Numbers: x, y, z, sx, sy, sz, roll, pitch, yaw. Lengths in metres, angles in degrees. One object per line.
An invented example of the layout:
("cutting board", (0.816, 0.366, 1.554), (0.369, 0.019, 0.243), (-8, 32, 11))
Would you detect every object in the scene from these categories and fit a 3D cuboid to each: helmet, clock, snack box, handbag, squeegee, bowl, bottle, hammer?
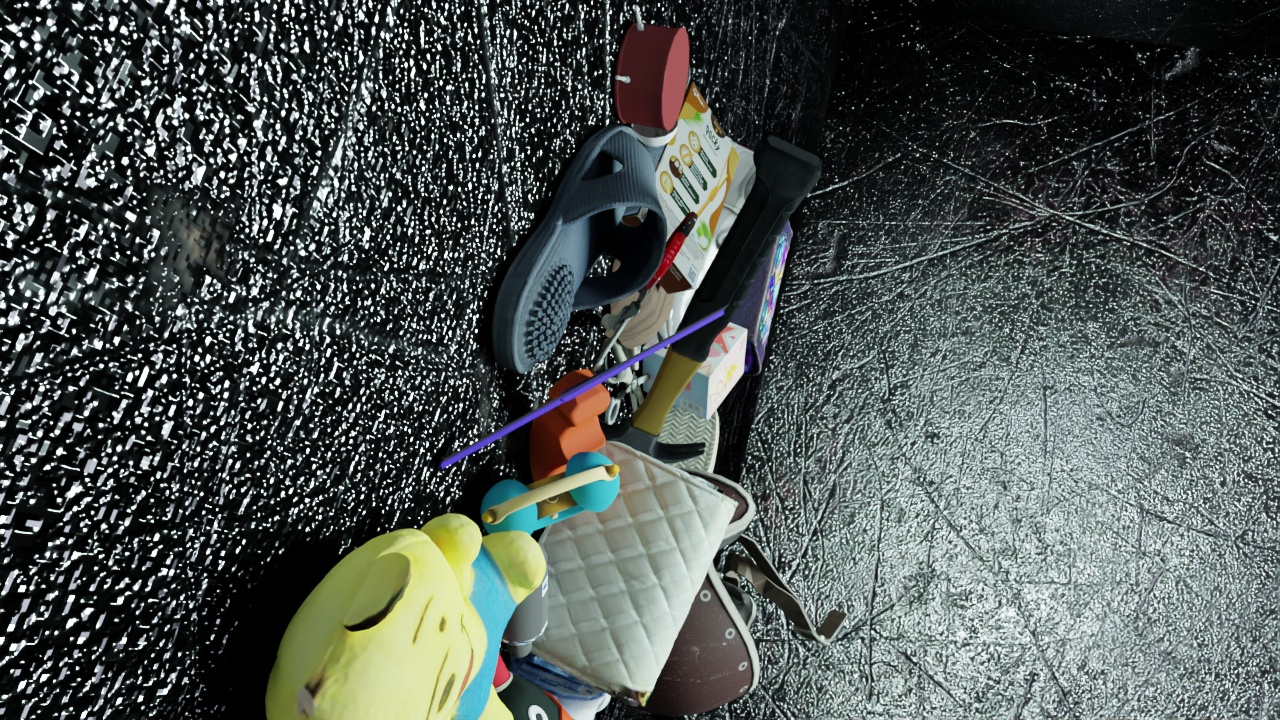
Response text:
("helmet", (0.048, 0.231, 0.924), (0.252, 0.234, 0.234), (-43, 144, -32))
("clock", (-0.065, 0.099, 0.653), (0.130, 0.099, 0.043), (116, -47, -73))
("clock", (-0.073, 0.291, 0.812), (0.125, 0.089, 0.052), (12, 96, -76))
("snack box", (0.065, -0.001, 1.098), (0.094, 0.093, 0.080), (-48, 152, -35))
("handbag", (0.124, -0.094, 1.247), (0.222, 0.125, 0.204), (43, 60, -77))
("snack box", (0.039, -0.169, 0.892), (0.101, 0.032, 0.185), (49, 47, -37))
("clock", (0.012, -0.236, 0.782), (0.124, 0.044, 0.087), (50, 53, -75))
("handbag", (-0.016, 0.175, 0.782), (0.194, 0.139, 0.072), (-63, 168, -5))
("squeegee", (-0.056, 0.055, 0.695), (0.248, 0.055, 0.185), (-29, 155, -32))
("bowl", (0.009, -0.070, 0.905), (0.119, 0.032, 0.119), (6, 90, -68))
("bottle", (-0.095, 0.187, 0.711), (0.046, 0.047, 0.113), (-60, 159, -55))
("hammer", (0.049, -0.028, 0.730), (0.025, 0.118, 0.334), (-73, -172, -49))

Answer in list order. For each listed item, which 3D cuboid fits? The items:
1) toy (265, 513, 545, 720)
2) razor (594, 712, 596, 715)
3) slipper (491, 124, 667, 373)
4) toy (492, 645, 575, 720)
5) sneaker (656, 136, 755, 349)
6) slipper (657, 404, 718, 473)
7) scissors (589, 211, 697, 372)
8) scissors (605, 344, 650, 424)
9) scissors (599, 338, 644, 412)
("toy", (-0.121, 0.153, 0.475), (0.214, 0.084, 0.149), (24, 77, -76))
("razor", (-0.065, 0.333, 0.997), (0.064, 0.053, 0.140), (-42, -157, 44))
("slipper", (-0.026, -0.081, 0.680), (0.262, 0.082, 0.101), (-65, 164, -45))
("toy", (-0.098, 0.282, 0.684), (0.097, 0.100, 0.119), (-42, 123, -38))
("sneaker", (0.089, -0.131, 1.042), (0.097, 0.129, 0.262), (48, 57, -74))
("slipper", (0.032, 0.149, 1.104), (0.052, 0.115, 0.262), (55, 42, -58))
("scissors", (-0.008, -0.049, 0.775), (0.199, 0.015, 0.180), (-58, -171, -32))
("scissors", (-0.010, 0.013, 1.003), (0.141, 0.014, 0.165), (-54, 153, -56))
("scissors", (-0.014, 0.016, 0.947), (0.153, 0.013, 0.163), (-21, 120, -65))
